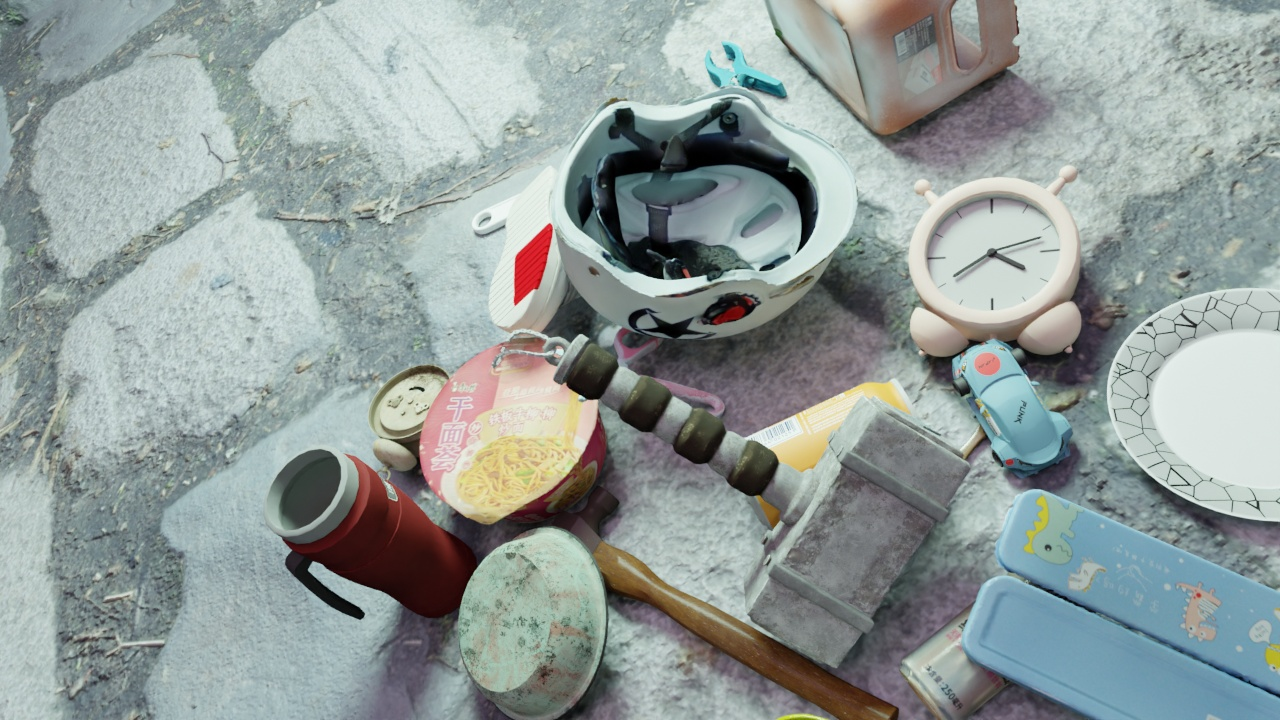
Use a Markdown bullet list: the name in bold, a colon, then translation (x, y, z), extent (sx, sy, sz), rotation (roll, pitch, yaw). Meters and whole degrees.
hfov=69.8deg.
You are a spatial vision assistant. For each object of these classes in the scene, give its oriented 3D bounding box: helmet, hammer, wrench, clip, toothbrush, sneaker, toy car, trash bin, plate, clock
- **helmet**: translation (0.056, -0.114, 0.843), extent (0.264, 0.164, 0.236), rotation (-1, 58, 2)
- **hammer**: translation (0.050, 0.058, 0.651), extent (0.326, 0.079, 0.177), rotation (31, 98, 1)
- **wrench**: translation (-0.076, -0.211, 1.066), extent (0.274, 0.018, 0.066), rotation (-23, 51, 11)
- **clip**: translation (0.100, -0.318, 1.051), extent (0.104, 0.027, 0.120), rotation (-24, 52, 6)
- **toothbrush**: translation (0.235, 0.091, 0.716), extent (0.166, 0.016, 0.016), rotation (-46, 53, -8)
- **sneaker**: translation (-0.081, -0.095, 0.926), extent (0.090, 0.104, 0.236), rotation (-39, 30, 26)
- **hammer**: translation (0.046, 0.204, 0.720), extent (0.323, 0.033, 0.115), rotation (22, 68, 34)
- **toy car**: translation (0.283, 0.033, 0.700), extent (0.060, 0.027, 0.107), rotation (-28, 74, 6)
- **trash bin**: translation (0.232, -0.375, 0.928), extent (0.157, 0.181, 0.259), rotation (-31, 51, 5)
- **plate**: translation (0.441, 0.030, 0.659), extent (0.189, 0.016, 0.188), rotation (-12, 54, 17)
- **clock**: translation (0.297, -0.078, 0.771), extent (0.131, 0.086, 0.160), rotation (-1, 67, 24)
- **clock**: translation (-0.230, 0.070, 0.925), extent (0.093, 0.054, 0.140), rotation (6, 54, 28)

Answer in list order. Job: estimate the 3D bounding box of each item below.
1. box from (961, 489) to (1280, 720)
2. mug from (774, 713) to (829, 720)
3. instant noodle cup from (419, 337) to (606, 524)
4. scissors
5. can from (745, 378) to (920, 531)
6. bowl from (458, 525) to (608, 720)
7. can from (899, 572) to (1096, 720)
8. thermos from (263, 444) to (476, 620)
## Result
- **box**: translation (0.319, 0.173, 0.572), extent (0.209, 0.021, 0.125), rotation (24, 78, 16)
- **mug**: translation (0.115, 0.280, 0.586), extent (0.083, 0.106, 0.082), rotation (-12, 54, 17)
- **instant noodle cup**: translation (-0.107, 0.073, 0.850), extent (0.179, 0.078, 0.178), rotation (-11, 55, 17)
- **scissors**: translation (0.003, 0.014, 0.826), extent (0.173, 0.014, 0.170), rotation (32, 30, 14)
- **can**: translation (0.149, 0.074, 0.726), extent (0.142, 0.079, 0.079), rotation (-26, 51, 8)
- **bowl**: translation (-0.096, 0.210, 0.740), extent (0.158, 0.038, 0.157), rotation (-15, 66, 37)
- **can**: translation (0.243, 0.187, 0.623), extent (0.135, 0.054, 0.054), rotation (-38, 51, -2)
- **thermos**: translation (-0.227, 0.158, 0.769), extent (0.084, 0.198, 0.108), rotation (28, 73, 36)
